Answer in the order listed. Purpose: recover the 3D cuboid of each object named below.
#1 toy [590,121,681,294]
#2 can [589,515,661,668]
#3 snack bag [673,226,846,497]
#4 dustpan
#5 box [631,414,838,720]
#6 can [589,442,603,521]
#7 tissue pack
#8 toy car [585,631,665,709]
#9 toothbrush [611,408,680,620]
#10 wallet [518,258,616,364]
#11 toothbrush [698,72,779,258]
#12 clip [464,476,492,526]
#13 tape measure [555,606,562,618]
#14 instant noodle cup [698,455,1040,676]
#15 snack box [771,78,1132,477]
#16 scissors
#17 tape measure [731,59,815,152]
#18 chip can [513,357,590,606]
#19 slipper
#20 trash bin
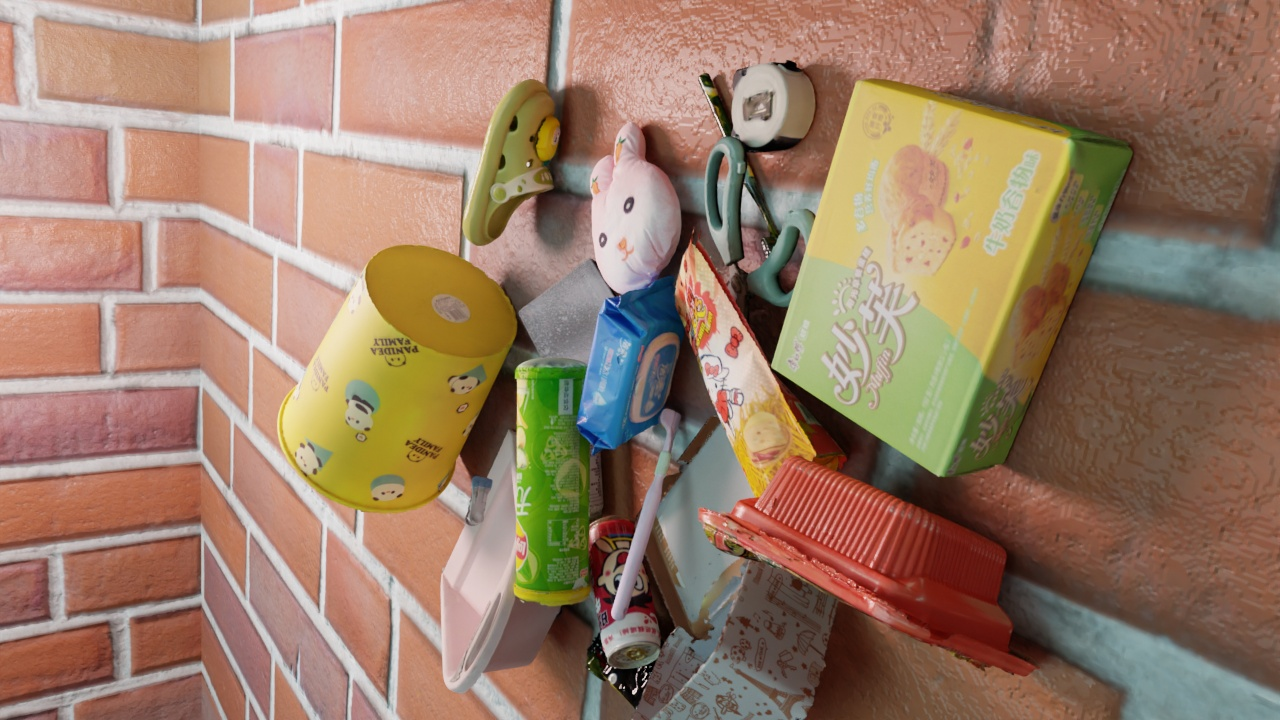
[{"bbox_3d":[-0.011,-0.141,0.851,0.122,0.054,0.159,-49,47,43],"label":"toy"},{"bbox_3d":[-0.017,0.214,0.855,0.053,0.053,0.132,-58,33,38],"label":"can"},{"bbox_3d":[0.079,0.009,0.717,0.129,0.073,0.207,88,158,-62],"label":"snack bag"},{"bbox_3d":[-0.174,0.218,0.994,0.273,0.138,0.223,35,106,43],"label":"dustpan"},{"bbox_3d":[0.064,0.195,0.743,0.273,0.124,0.179,-91,25,-47],"label":"box"},{"bbox_3d":[-0.070,0.089,0.940,0.058,0.058,0.146,-3,91,54],"label":"can"},{"bbox_3d":[-0.005,0.005,0.817,0.052,0.094,0.157,23,114,25],"label":"tissue pack"},{"bbox_3d":[0.005,0.289,0.853,0.071,0.041,0.156,-53,37,-8],"label":"toy car"},{"bbox_3d":[0.004,0.134,0.808,0.021,0.029,0.189,5,70,31],"label":"toothbrush"},{"bbox_3d":[-0.061,-0.035,0.914,0.097,0.019,0.120,-36,57,8],"label":"wallet"},{"bbox_3d":[0.080,-0.160,0.751,0.012,0.017,0.185,123,132,-60],"label":"toothbrush"},{"bbox_3d":[-0.184,0.159,1.040,0.030,0.024,0.057,145,139,-65],"label":"clip"},{"bbox_3d":[-0.116,0.273,1.045,0.055,0.025,0.058,-48,55,43],"label":"tape measure"},{"bbox_3d":[0.150,0.124,0.583,0.189,0.164,0.079,22,87,50],"label":"instant noodle cup"},{"bbox_3d":[0.183,-0.055,0.578,0.158,0.069,0.210,37,121,45],"label":"snack box"},{"bbox_3d":[0.081,-0.100,0.724,0.179,0.019,0.173,68,156,14],"label":"scissors"},{"bbox_3d":[0.101,-0.196,0.707,0.066,0.033,0.066,6,99,53],"label":"tape measure"},{"bbox_3d":[-0.081,0.108,0.847,0.073,0.072,0.221,1,90,53],"label":"chip can"},{"bbox_3d":[-0.128,-0.203,0.989,0.081,0.091,0.191,27,110,6],"label":"slipper"},{"bbox_3d":[-0.282,0.016,1.098,0.256,0.229,0.229,-54,52,33],"label":"trash bin"}]
